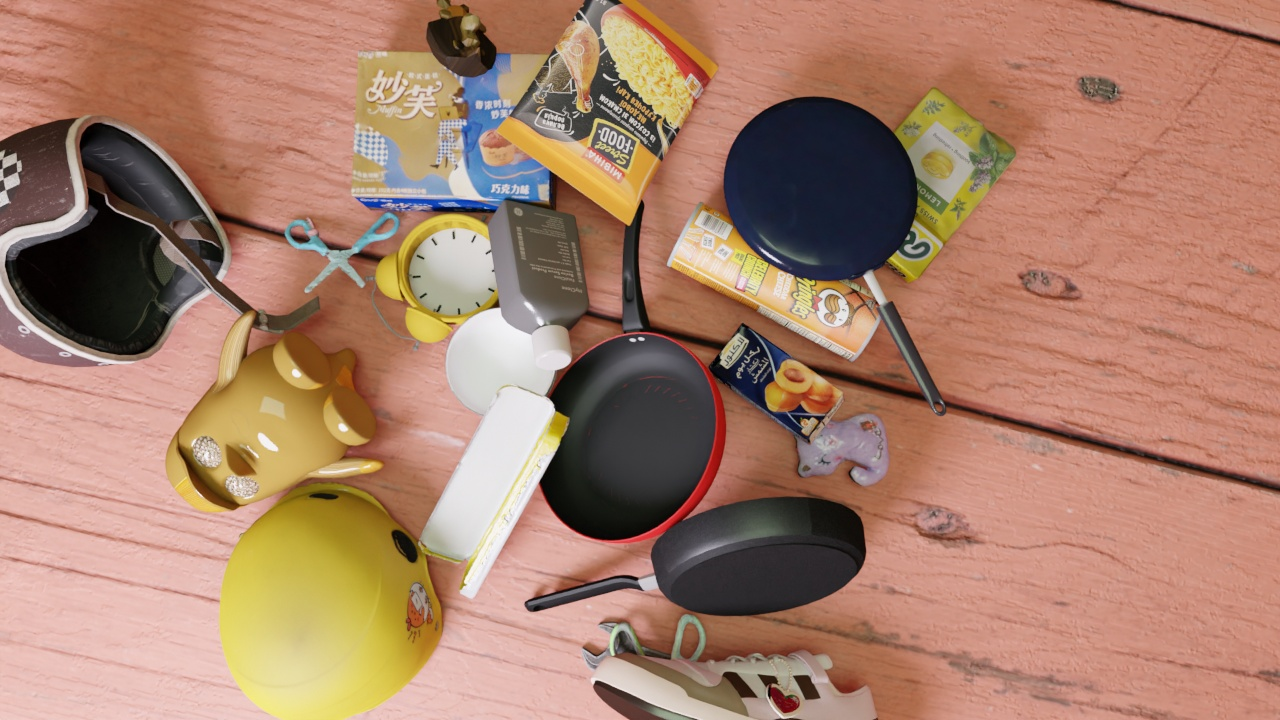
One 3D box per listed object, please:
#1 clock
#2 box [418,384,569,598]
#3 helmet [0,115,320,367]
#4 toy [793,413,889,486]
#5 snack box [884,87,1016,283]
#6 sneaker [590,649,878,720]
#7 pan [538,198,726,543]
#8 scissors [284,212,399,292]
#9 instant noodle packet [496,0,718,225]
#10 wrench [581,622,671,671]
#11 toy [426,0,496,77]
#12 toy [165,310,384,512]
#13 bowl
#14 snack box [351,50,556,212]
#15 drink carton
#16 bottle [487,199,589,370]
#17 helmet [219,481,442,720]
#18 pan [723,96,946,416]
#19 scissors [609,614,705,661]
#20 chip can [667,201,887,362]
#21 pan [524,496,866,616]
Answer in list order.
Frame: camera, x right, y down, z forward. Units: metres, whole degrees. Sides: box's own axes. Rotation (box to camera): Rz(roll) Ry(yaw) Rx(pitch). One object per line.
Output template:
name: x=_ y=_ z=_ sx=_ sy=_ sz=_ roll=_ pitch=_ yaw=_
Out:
clock: x=-0.207 y=-0.086 z=0.963 sx=0.152 sy=0.052 sz=0.113 roll=-35 pitch=87 yaw=-7
box: x=-0.143 y=0.134 z=0.901 sx=0.079 sy=0.080 sz=0.210 roll=23 pitch=108 yaw=-23
helmet: x=-0.515 y=-0.108 z=0.883 sx=0.254 sy=0.233 sz=0.233 roll=-30 pitch=72 yaw=8
toy: x=0.210 y=0.094 z=0.955 sx=0.099 sy=0.036 sz=0.080 roll=-8 pitch=84 yaw=-2
snack box: x=0.299 y=-0.188 z=0.969 sx=0.121 sy=0.045 sz=0.181 roll=41 pitch=87 yaw=2
sneaker: x=0.102 y=0.322 z=0.900 sx=0.294 sy=0.112 sz=0.116 roll=19 pitch=61 yaw=-1
pan: x=-0.006 y=0.006 z=0.924 sx=0.209 sy=0.067 sz=0.355 roll=-6 pitch=68 yaw=31
scissors: x=-0.310 y=-0.122 z=0.964 sx=0.135 sy=0.015 sz=0.135 roll=-35 pitch=63 yaw=-22
instant noodle packet: x=-0.027 y=-0.271 z=0.944 sx=0.160 sy=0.032 sz=0.220 roll=33 pitch=71 yaw=-16
wrench: x=0.072 y=0.333 z=0.953 sx=0.273 sy=0.010 sz=0.070 roll=18 pitch=86 yaw=2
toy: x=-0.180 y=-0.327 z=0.909 sx=0.063 sy=0.076 sz=0.100 roll=-39 pitch=58 yaw=39
toy: x=-0.378 y=0.074 z=0.905 sx=0.203 sy=0.162 sz=0.198 roll=-34 pitch=105 yaw=9
bowl: x=-0.140 y=0.004 z=0.948 sx=0.113 sy=0.063 sz=0.113 roll=0 pitch=87 yaw=0
snack box: x=-0.190 y=-0.237 z=0.962 sx=0.203 sy=0.069 sz=0.155 roll=2 pitch=85 yaw=0
drink carton: x=0.138 y=0.024 z=0.942 sx=0.130 sy=0.040 sz=0.064 roll=37 pitch=86 yaw=19
bottle: x=-0.098 y=-0.073 z=0.913 sx=0.083 sy=0.046 sz=0.173 roll=7 pitch=56 yaw=-31
helmet: x=-0.318 y=0.240 z=0.895 sx=0.209 sy=0.139 sz=0.240 roll=-24 pitch=86 yaw=-2
pan: x=0.216 y=-0.107 z=0.910 sx=0.198 sy=0.021 sz=0.356 roll=-24 pitch=80 yaw=-10
scissors: x=0.017 y=0.342 z=0.942 sx=0.139 sy=0.028 sz=0.170 roll=12 pitch=83 yaw=-3
chip can: x=0.140 y=-0.081 z=0.947 sx=0.215 sy=0.075 sz=0.075 roll=28 pitch=86 yaw=2
pan: x=0.044 y=0.214 z=0.893 sx=0.356 sy=0.204 sz=0.044 roll=-19 pitch=54 yaw=17
